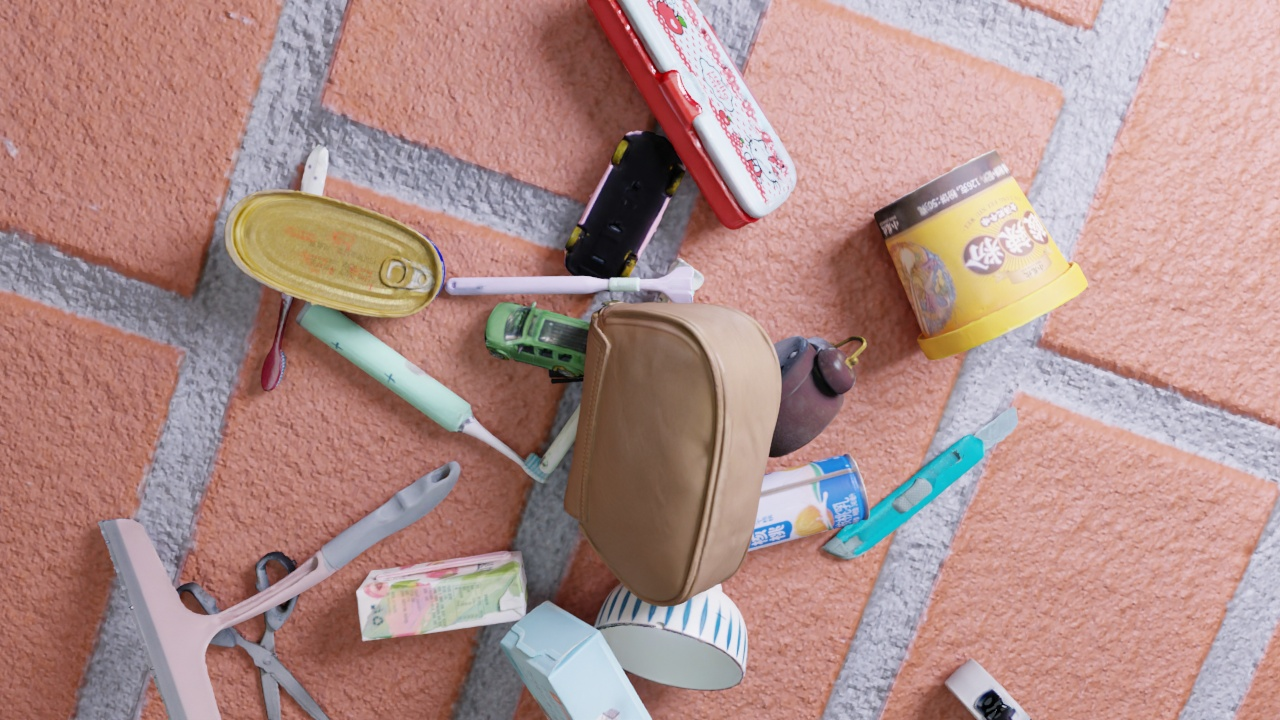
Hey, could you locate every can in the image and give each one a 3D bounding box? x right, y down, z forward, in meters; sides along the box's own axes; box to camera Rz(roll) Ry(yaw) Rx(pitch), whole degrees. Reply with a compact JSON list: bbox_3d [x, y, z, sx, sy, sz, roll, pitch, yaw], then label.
[{"bbox_3d":[-0.213,-0.075,0.653,0.148,0.049,0.074,15,94,-8],"label":"can"},{"bbox_3d":[0.101,0.113,0.701,0.134,0.053,0.053,-15,98,0],"label":"can"}]

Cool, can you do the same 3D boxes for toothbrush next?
[{"bbox_3d":[-0.055,-0.055,0.670,0.189,0.021,0.029,1,83,13],"label":"toothbrush"},{"bbox_3d":[-0.256,-0.068,0.685,0.016,0.017,0.187,14,95,-1],"label":"toothbrush"},{"bbox_3d":[-0.161,0.026,0.693,0.224,0.026,0.027,37,106,-6],"label":"toothbrush"},{"bbox_3d":[-0.018,0.008,0.680,0.029,0.020,0.189,39,97,26],"label":"toothbrush"}]

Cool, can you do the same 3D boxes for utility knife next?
[{"bbox_3d":[0.223,0.098,0.723,0.187,0.013,0.029,-40,97,3],"label":"utility knife"}]

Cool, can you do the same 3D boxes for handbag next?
[{"bbox_3d":[0.021,0.056,0.629,0.099,0.148,0.205,-11,119,-44],"label":"handbag"}]

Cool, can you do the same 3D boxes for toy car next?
[{"bbox_3d":[-0.012,-0.109,0.673,0.056,0.037,0.122,28,104,-7],"label":"toy car"},{"bbox_3d":[-0.071,-0.018,0.677,0.091,0.036,0.043,12,73,7],"label":"toy car"}]

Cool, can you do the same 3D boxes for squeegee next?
[{"bbox_3d":[-0.240,0.150,0.681,0.249,0.040,0.247,-31,55,-16],"label":"squeegee"}]

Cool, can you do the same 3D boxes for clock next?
[{"bbox_3d":[0.114,0.019,0.675,0.122,0.082,0.055,-40,101,4],"label":"clock"}]

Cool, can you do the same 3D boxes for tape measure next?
[{"bbox_3d":[0.274,0.269,0.721,0.033,0.066,0.066,-43,99,-1],"label":"tape measure"}]

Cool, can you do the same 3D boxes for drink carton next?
[{"bbox_3d":[-0.149,0.177,0.701,0.122,0.053,0.045,-8,97,-2],"label":"drink carton"}]

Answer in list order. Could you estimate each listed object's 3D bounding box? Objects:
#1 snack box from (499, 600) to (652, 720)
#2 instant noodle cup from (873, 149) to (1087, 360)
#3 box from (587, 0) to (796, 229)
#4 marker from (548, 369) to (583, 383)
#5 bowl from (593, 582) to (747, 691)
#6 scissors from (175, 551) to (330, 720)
[{"bbox_3d":[-0.032,0.265,0.681,0.051,0.074,0.175,-38,115,-26],"label":"snack box"},{"bbox_3d":[0.234,-0.077,0.653,0.118,0.118,0.114,-27,90,1],"label":"instant noodle cup"},{"bbox_3d":[0.043,-0.193,0.649,0.047,0.086,0.201,-26,99,43],"label":"box"},{"bbox_3d":[-0.004,0.004,0.699,0.132,0.020,0.022,-2,70,-2],"label":"marker"},{"bbox_3d":[0.026,0.195,0.692,0.116,0.117,0.066,21,54,-5],"label":"bowl"},{"bbox_3d":[-0.297,0.230,0.725,0.177,0.014,0.159,28,98,-8],"label":"scissors"}]
